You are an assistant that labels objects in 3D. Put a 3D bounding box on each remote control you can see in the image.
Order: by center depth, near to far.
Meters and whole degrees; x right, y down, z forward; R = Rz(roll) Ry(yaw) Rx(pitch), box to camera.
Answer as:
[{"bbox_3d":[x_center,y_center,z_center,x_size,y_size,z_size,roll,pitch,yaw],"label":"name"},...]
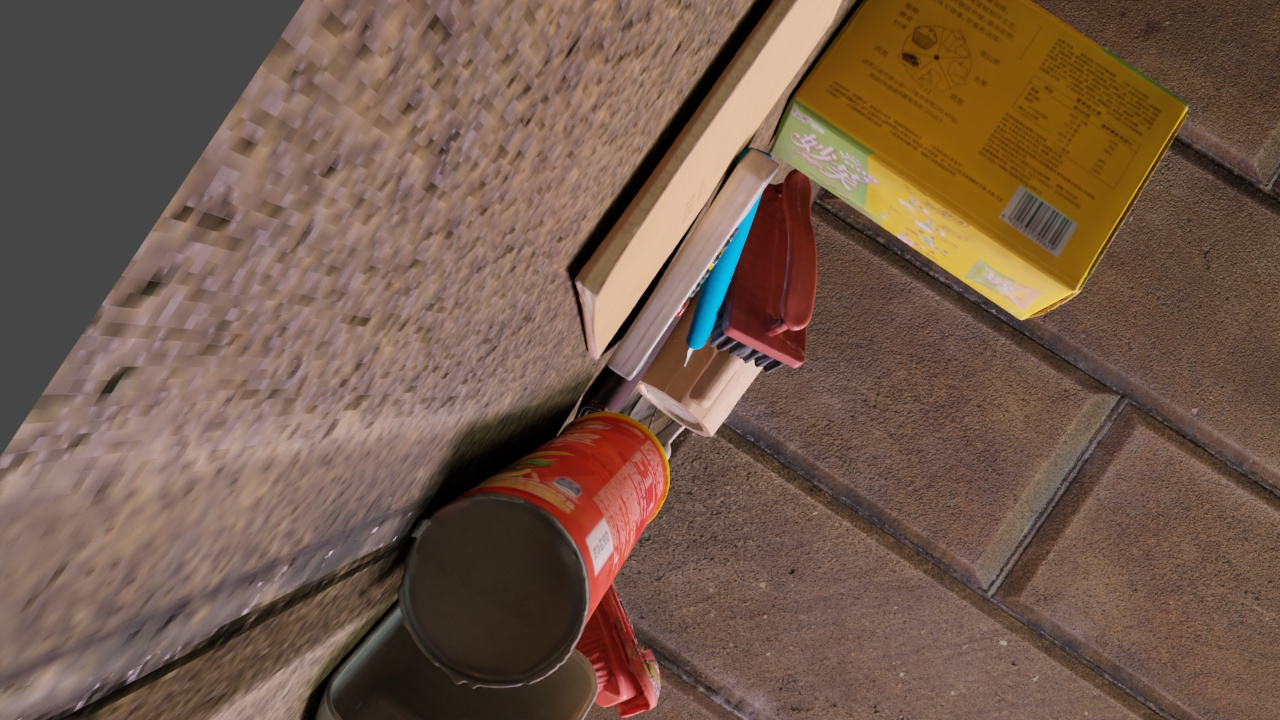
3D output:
[{"bbox_3d":[0.028,-0.051,0.489,0.135,0.019,0.056,-55,180,24],"label":"remote control"}]

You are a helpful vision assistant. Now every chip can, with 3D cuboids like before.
[{"bbox_3d":[-0.034,0.072,0.417,0.073,0.073,0.216,-57,176,8],"label":"chip can"}]

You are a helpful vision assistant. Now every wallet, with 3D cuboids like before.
[{"bbox_3d":[-0.004,0.003,0.591,0.122,0.020,0.097,-54,178,-27],"label":"wallet"}]

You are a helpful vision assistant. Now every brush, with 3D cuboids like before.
[{"bbox_3d":[0.092,-0.068,0.630,0.069,0.063,0.145,-40,-147,48],"label":"brush"}]

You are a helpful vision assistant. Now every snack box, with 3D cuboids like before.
[{"bbox_3d":[0.214,-0.150,0.592,0.157,0.210,0.070,-54,176,-13],"label":"snack box"}]

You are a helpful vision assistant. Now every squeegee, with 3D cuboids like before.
[{"bbox_3d":[0.005,0.081,0.850,0.247,0.039,0.246,-39,169,9],"label":"squeegee"}]

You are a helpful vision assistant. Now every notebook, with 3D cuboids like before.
[{"bbox_3d":[0.038,-0.099,0.379,0.211,0.012,0.149,-56,177,-8],"label":"notebook"}]

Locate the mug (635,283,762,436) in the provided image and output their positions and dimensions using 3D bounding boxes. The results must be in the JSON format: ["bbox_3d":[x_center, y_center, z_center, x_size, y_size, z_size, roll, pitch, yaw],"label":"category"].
[{"bbox_3d":[0.059,-0.004,0.720,0.103,0.084,0.125,-54,-172,-11],"label":"mug"}]

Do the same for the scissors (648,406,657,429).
[{"bbox_3d":[0.027,0.018,0.856,0.146,0.012,0.170,-70,179,-66],"label":"scissors"}]

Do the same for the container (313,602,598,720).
[{"bbox_3d":[-0.092,0.166,0.395,0.112,0.090,0.089,-56,176,35],"label":"container"}]

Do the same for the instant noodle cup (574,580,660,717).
[{"bbox_3d":[-0.058,0.216,0.776,0.079,0.188,0.165,-17,159,-17],"label":"instant noodle cup"}]

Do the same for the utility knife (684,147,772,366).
[{"bbox_3d":[0.049,-0.058,0.560,0.034,0.018,0.167,-57,167,-45],"label":"utility knife"}]
